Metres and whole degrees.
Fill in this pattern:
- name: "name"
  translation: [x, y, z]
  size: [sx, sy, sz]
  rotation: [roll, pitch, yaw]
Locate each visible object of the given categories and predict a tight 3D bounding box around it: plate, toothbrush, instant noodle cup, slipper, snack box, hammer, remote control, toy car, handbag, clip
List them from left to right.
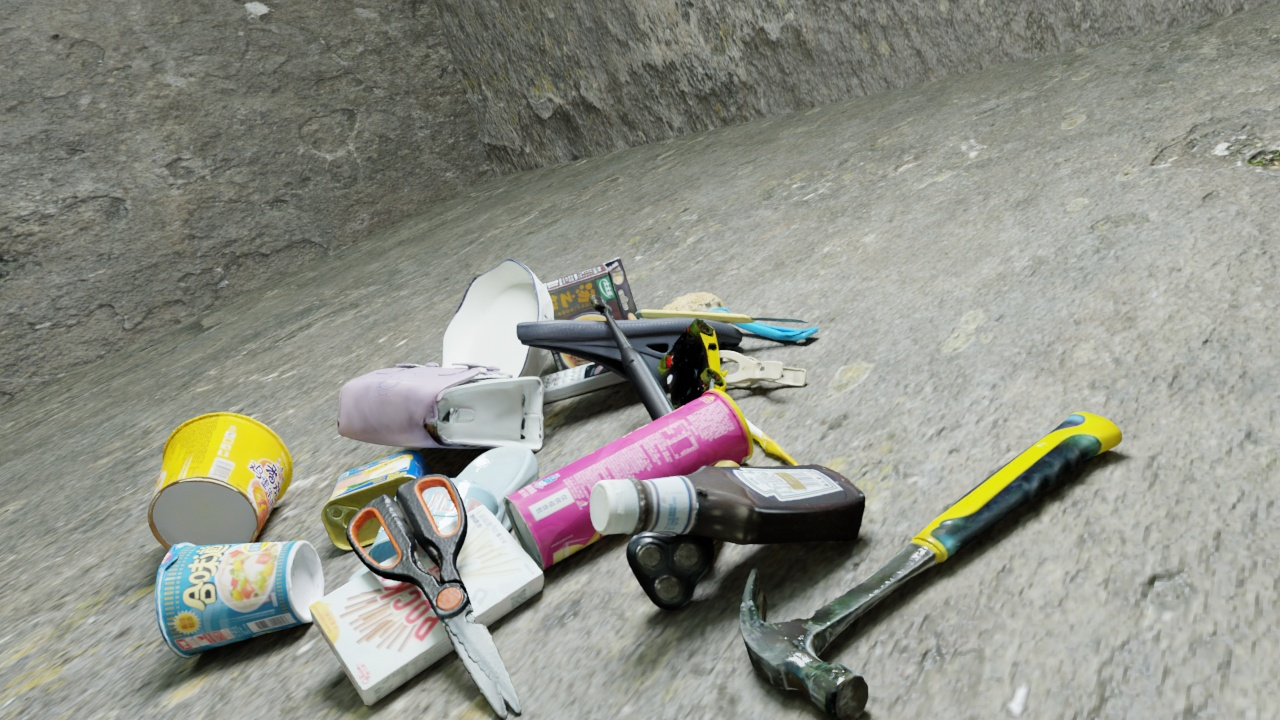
- name: "instant noodle cup"
  translation: [-0.455, 0.142, 0.987]
  size: [0.138, 0.138, 0.109]
  rotation: [-18, 29, 0]
- name: "instant noodle cup"
  translation: [-0.338, 0.198, 0.788]
  size: [0.110, 0.099, 0.099]
  rotation: [-8, 20, 2]
- name: "snack box"
  translation: [-0.161, 0.182, 0.703]
  size: [0.156, 0.027, 0.085]
  rotation: [-29, 55, -30]
- name: "handbag"
  translation: [-0.221, 0.051, 1.006]
  size: [0.197, 0.098, 0.144]
  rotation: [1, 4, 44]
- name: "slipper"
  translation: [-0.170, 0.133, 0.829]
  size: [0.104, 0.074, 0.244]
  rotation: [-8, 21, 25]
- name: "plate"
  translation: [-0.176, -0.022, 1.135]
  size: [0.045, 0.204, 0.205]
  rotation: [23, -9, -38]
- name: "remote control"
  translation: [-0.078, 0.023, 1.123]
  size: [0.150, 0.021, 0.058]
  rotation: [-16, 20, 7]
- name: "snack box"
  translation: [-0.067, -0.059, 1.196]
  size: [0.125, 0.113, 0.053]
  rotation: [-18, 20, 0]
- name: "slipper"
  translation: [-0.012, -0.007, 1.047]
  size: [0.267, 0.083, 0.111]
  rotation: [1, 0, -25]
- name: "toothbrush"
  translation: [-0.006, 0.005, 0.929]
  size: [0.026, 0.027, 0.212]
  rotation: [-47, 52, 22]
- name: "toy car"
  translation: [0.056, 0.017, 0.943]
  size: [0.071, 0.041, 0.155]
  rotation: [-52, 24, 26]
- name: "clip"
  translation: [0.119, 0.010, 0.948]
  size: [0.100, 0.034, 0.071]
  rotation: [2, -9, 44]
- name: "toothbrush"
  translation: [0.111, 0.077, 0.824]
  size: [0.018, 0.016, 0.191]
  rotation: [-30, 22, -7]
- name: "hammer"
  translation: [0.201, 0.116, 0.613]
  size: [0.322, 0.032, 0.126]
  rotation: [-27, 22, -24]

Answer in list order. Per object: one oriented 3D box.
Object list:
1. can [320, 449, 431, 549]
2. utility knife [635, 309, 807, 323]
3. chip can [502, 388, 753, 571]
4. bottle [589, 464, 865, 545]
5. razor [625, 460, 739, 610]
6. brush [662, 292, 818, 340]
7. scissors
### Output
- name: "can"
  translation: [-0.262, 0.138, 0.927]
  size: [0.102, 0.057, 0.083]
  rotation: [-19, 17, -4]
- name: "utility knife"
  translation: [0.088, -0.048, 1.063]
  size: [0.211, 0.022, 0.031]
  rotation: [9, -5, 22]
- name: "chip can"
  translation: [-0.009, 0.099, 0.783]
  size: [0.210, 0.071, 0.071]
  rotation: [-26, 21, -19]
- name: "bottle"
  translation: [0.060, 0.100, 0.640]
  size: [0.194, 0.044, 0.080]
  rotation: [3, 15, -26]
- name: "razor"
  translation: [0.045, 0.123, 0.704]
  size: [0.068, 0.062, 0.167]
  rotation: [-28, 6, 31]
- name: "brush"
  translation: [0.117, -0.048, 1.129]
  size: [0.083, 0.046, 0.255]
  rotation: [-25, 24, -31]
- name: "scissors"
  translation: [-0.155, 0.176, 0.668]
  size: [0.142, 0.022, 0.234]
  rotation: [-13, 44, -2]
